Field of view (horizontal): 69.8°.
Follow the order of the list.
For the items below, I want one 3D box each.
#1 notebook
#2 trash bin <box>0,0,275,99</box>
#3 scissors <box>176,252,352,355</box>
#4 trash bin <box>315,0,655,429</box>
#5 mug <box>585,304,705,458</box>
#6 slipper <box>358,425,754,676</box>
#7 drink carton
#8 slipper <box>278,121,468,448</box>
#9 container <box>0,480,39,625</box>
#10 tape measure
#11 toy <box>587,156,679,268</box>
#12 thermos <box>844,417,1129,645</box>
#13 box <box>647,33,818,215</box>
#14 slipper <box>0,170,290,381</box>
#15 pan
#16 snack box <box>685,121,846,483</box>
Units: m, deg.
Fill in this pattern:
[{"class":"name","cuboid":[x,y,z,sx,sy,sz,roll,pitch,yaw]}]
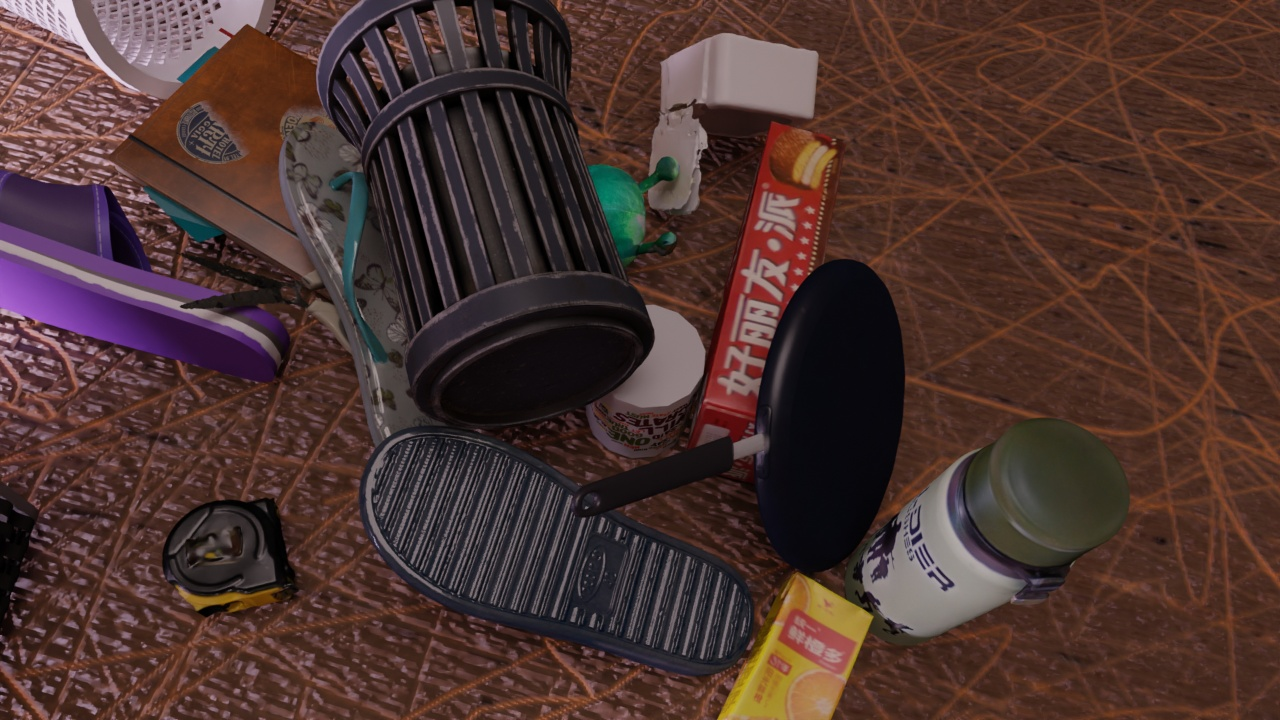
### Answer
[{"class":"notebook","cuboid":[-0.264,-0.145,0.705,0.249,0.014,0.178,31,64,-1]},{"class":"trash bin","cuboid":[-0.435,-0.330,0.725,0.200,0.196,0.195,21,63,16]},{"class":"scissors","cuboid":[-0.220,-0.042,0.627,0.162,0.013,0.157,50,41,-11]},{"class":"trash bin","cuboid":[-0.090,-0.087,0.553,0.164,0.164,0.227,-14,67,-12]},{"class":"mug","cuboid":[-0.004,0.004,0.635,0.073,0.090,0.105,-15,66,-12]},{"class":"slipper","cuboid":[-0.056,0.131,0.580,0.263,0.083,0.101,26,63,-13]},{"class":"drink carton","cuboid":[0.090,0.205,0.570,0.058,0.043,0.134,29,65,6]},{"class":"slipper","cuboid":[-0.168,-0.052,0.635,0.098,0.055,0.268,-11,77,-52]},{"class":"container","cuboid":[-0.489,0.144,0.441,0.247,0.246,0.243,6,60,-2]},{"class":"tape measure","cuboid":[-0.260,0.124,0.581,0.072,0.042,0.071,-17,69,-10]},{"class":"toy","cuboid":[-0.066,-0.107,0.691,0.193,0.072,0.130,-3,80,-3]},{"class":"thermos","cuboid":[0.185,0.108,0.520,0.082,0.232,0.082,2,63,-5]},{"class":"box","cuboid":[0.061,-0.175,0.725,0.128,0.109,0.137,0,92,-27]},{"class":"slipper","cuboid":[-0.366,-0.071,0.634,0.266,0.107,0.083,18,65,-3]},{"class":"pan","cuboid":[0.081,0.044,0.519,0.021,0.355,0.199,7,100,36]},{"class":"snack box","cuboid":[0.089,-0.042,0.653,0.060,0.113,0.235,14,63,3]}]
